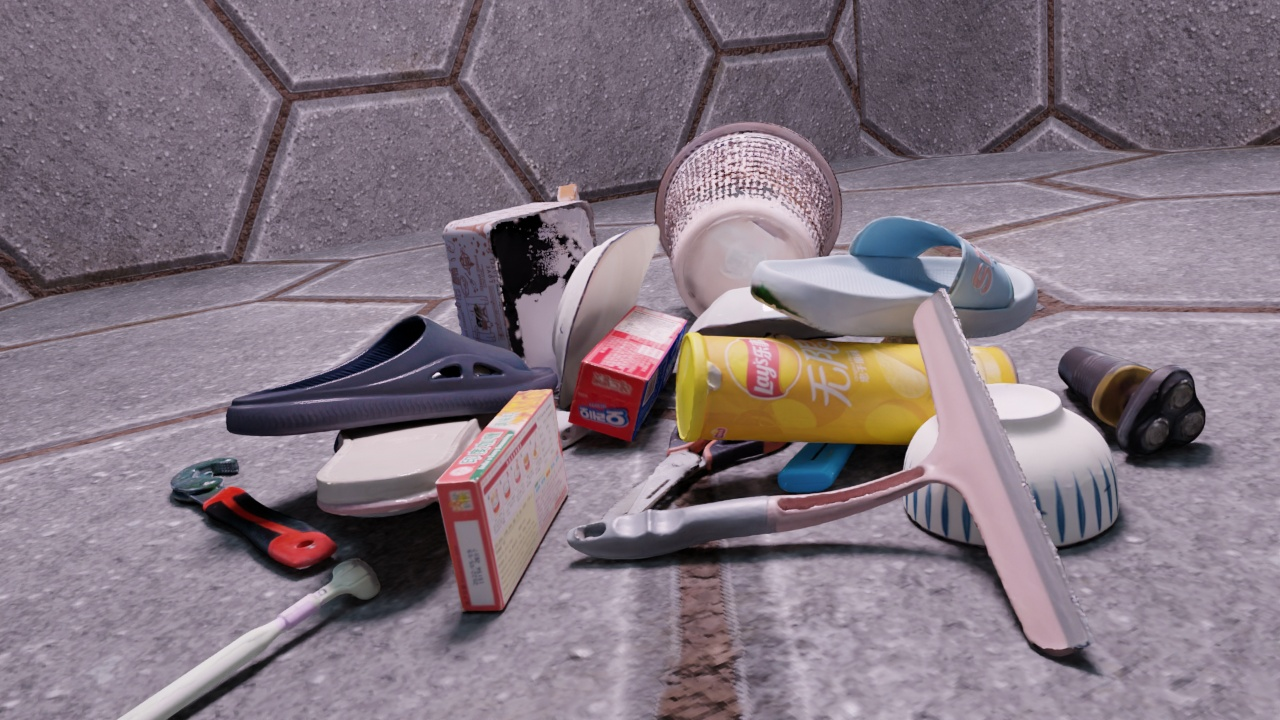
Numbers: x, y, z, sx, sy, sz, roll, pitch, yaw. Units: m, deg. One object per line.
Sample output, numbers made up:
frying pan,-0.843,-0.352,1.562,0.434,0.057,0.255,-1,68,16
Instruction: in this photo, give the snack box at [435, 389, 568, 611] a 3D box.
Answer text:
snack box,-0.077,0.077,0.553,0.027,0.077,0.155,-5,15,11

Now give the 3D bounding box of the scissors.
scissors,0.046,0.069,0.641,0.196,0.015,0.205,-9,15,-7

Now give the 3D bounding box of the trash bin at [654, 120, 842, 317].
trash bin,0.120,-0.136,1.039,0.228,0.228,0.191,-5,28,10

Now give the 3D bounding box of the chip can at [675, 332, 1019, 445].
chip can,0.132,0.021,0.604,0.213,0.072,0.072,2,14,-7

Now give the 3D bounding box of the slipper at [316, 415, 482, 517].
slipper,-0.164,0.077,0.634,0.114,0.054,0.274,-6,5,-11

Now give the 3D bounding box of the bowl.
bowl,0.209,0.053,0.525,0.116,0.066,0.116,-7,15,2

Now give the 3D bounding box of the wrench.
wrench,-0.287,0.107,0.664,0.056,0.016,0.274,-19,18,-36

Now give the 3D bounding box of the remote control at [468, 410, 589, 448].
remote control,-0.110,0.055,0.763,0.135,0.019,0.056,4,19,37

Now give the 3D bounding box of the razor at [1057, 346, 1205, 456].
razor,0.331,0.020,0.635,0.067,0.062,0.167,25,13,3

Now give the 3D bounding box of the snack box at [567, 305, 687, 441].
snack box,-0.005,0.005,0.793,0.058,0.057,0.207,16,19,7

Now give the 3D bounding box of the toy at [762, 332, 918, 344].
toy,0.150,0.000,0.722,0.158,0.066,0.104,-13,13,44

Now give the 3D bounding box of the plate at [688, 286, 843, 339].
plate,0.123,-0.040,0.819,0.162,0.034,0.266,-2,-3,-1

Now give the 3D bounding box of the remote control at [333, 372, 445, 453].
remote control,-0.208,0.033,0.790,0.136,0.024,0.053,-41,35,-22

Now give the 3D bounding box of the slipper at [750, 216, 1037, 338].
slipper,0.183,-0.064,0.651,0.244,0.074,0.104,-4,25,-33

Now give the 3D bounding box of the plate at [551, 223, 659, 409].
plate,-0.040,-0.047,0.836,0.034,0.164,0.163,23,23,13

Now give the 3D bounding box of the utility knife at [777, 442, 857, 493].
utility knife,0.148,0.049,0.668,0.034,0.018,0.215,0,15,27

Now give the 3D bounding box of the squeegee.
squeegee,0.079,0.080,0.512,0.250,0.040,0.247,-15,40,14

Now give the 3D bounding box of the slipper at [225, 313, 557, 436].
slipper,-0.177,0.006,0.703,0.267,0.083,0.111,-7,4,-41

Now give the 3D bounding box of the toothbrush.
toothbrush,-0.205,0.152,0.454,0.029,0.020,0.189,34,32,17

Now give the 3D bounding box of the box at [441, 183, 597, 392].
box,-0.086,-0.079,0.942,0.125,0.179,0.273,-1,17,21
